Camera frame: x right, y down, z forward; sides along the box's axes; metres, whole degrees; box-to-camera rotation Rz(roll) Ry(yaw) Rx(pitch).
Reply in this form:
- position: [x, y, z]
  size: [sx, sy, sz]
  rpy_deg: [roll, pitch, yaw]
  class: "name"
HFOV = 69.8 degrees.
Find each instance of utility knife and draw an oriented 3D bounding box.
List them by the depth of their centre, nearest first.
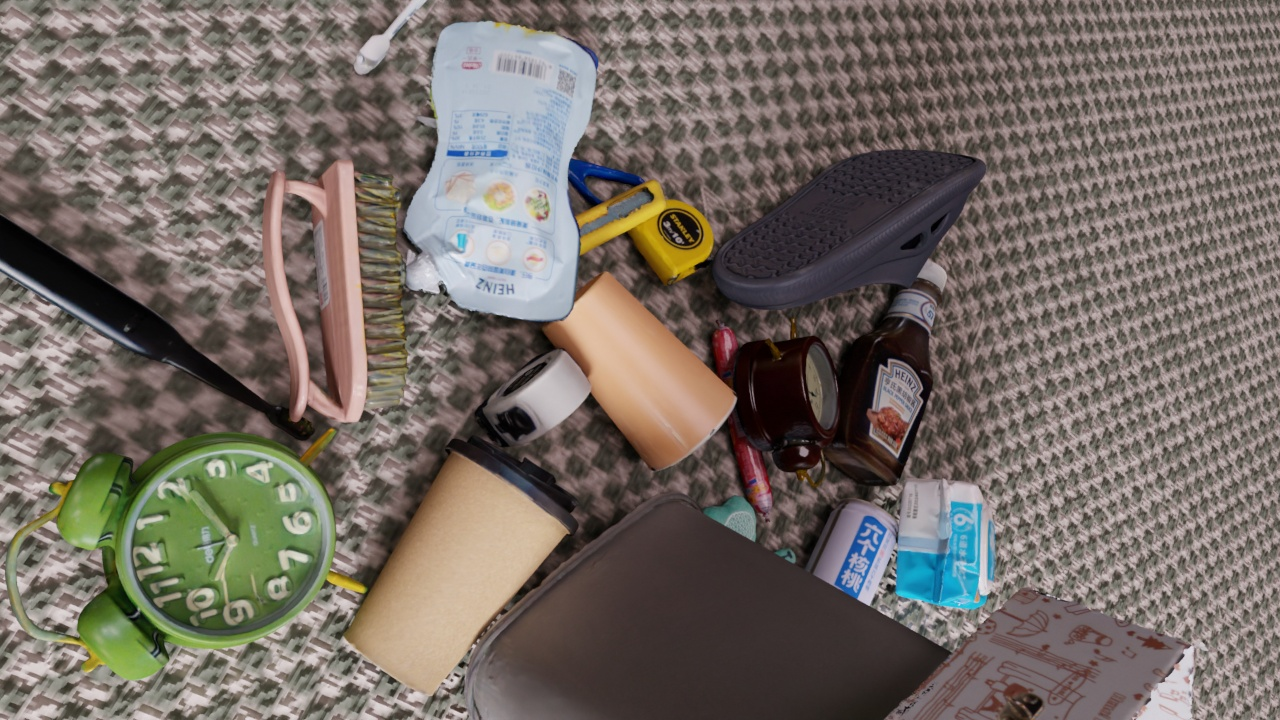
- position: [-0.044, -0.087, 0.623]
  size: [0.154, 0.015, 0.033]
  rpy_deg: [-31, 68, -23]
  class: "utility knife"

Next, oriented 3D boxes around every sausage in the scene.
- position: [0.075, 0.045, 0.683]
  size: [0.020, 0.020, 0.156]
  rpy_deg: [-12, 89, -31]
  class: "sausage"

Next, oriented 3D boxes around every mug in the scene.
- position: [-0.004, 0.004, 0.614]
  size: [0.123, 0.078, 0.078]
  rpy_deg: [49, 62, -10]
  class: "mug"

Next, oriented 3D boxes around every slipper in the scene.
- position: [0.164, -0.093, 0.722]
  size: [0.267, 0.111, 0.083]
  rpy_deg: [-32, 129, -29]
  class: "slipper"

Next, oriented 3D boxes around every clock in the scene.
- position: [-0.232, 0.097, 0.476]
  size: [0.161, 0.056, 0.116]
  rpy_deg: [-11, 87, -30]
  class: "clock"
- position: [0.111, 0.035, 0.670]
  size: [0.081, 0.055, 0.122]
  rpy_deg: [-36, 111, -58]
  class: "clock"

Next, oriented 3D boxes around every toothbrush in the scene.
- position: [-0.267, -0.017, 0.490]
  size: [0.212, 0.027, 0.026]
  rpy_deg: [38, 58, -22]
  class: "toothbrush"
- position: [-0.136, -0.253, 0.611]
  size: [0.016, 0.016, 0.179]
  rpy_deg: [40, 63, -22]
  class: "toothbrush"

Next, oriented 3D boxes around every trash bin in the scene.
- position: [0.055, 0.215, 0.504]
  size: [0.198, 0.220, 0.199]
  rpy_deg: [-35, 119, -29]
  class: "trash bin"

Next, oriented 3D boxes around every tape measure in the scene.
- position: [-0.065, 0.023, 0.578]
  size: [0.065, 0.066, 0.033]
  rpy_deg: [-45, 106, -28]
  class: "tape measure"
- position: [0.023, -0.087, 0.665]
  size: [0.057, 0.029, 0.060]
  rpy_deg: [-29, 78, -31]
  class: "tape measure"

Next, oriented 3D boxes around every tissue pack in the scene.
- position: [0.238, 0.144, 0.707]
  size: [0.140, 0.063, 0.090]
  rpy_deg: [33, 62, -61]
  class: "tissue pack"

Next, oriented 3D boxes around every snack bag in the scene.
- position: [-0.088, -0.121, 0.587]
  size: [0.110, 0.039, 0.190]
  rpy_deg: [10, 77, -16]
  class: "snack bag"

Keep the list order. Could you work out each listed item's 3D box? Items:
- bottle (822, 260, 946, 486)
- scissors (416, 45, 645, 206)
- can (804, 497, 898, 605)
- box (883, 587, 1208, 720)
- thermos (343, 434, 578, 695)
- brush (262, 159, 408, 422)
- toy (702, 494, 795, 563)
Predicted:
- position: [0.207, 0.004, 0.752]
  size: [0.080, 0.044, 0.194]
  rpy_deg: [37, 65, -25]
  class: "bottle"
- position: [-0.066, -0.152, 0.636]
  size: [0.175, 0.012, 0.162]
  rpy_deg: [21, 74, -25]
  class: "scissors"
- position: [0.145, 0.171, 0.684]
  size: [0.053, 0.053, 0.134]
  rpy_deg: [40, 65, -19]
  class: "can"
- position: [0.183, 0.259, 0.402]
  size: [0.177, 0.107, 0.272]
  rpy_deg: [-25, 102, -34]
  class: "box"
- position: [-0.103, 0.115, 0.534]
  size: [0.093, 0.093, 0.143]
  rpy_deg: [39, 74, -19]
  class: "thermos"
- position: [-0.175, -0.037, 0.526]
  size: [0.073, 0.063, 0.145]
  rpy_deg: [-2, 85, -34]
  class: "brush"
- position: [0.074, 0.142, 0.663]
  size: [0.096, 0.030, 0.092]
  rpy_deg: [-20, 98, -38]
  class: "toy"
